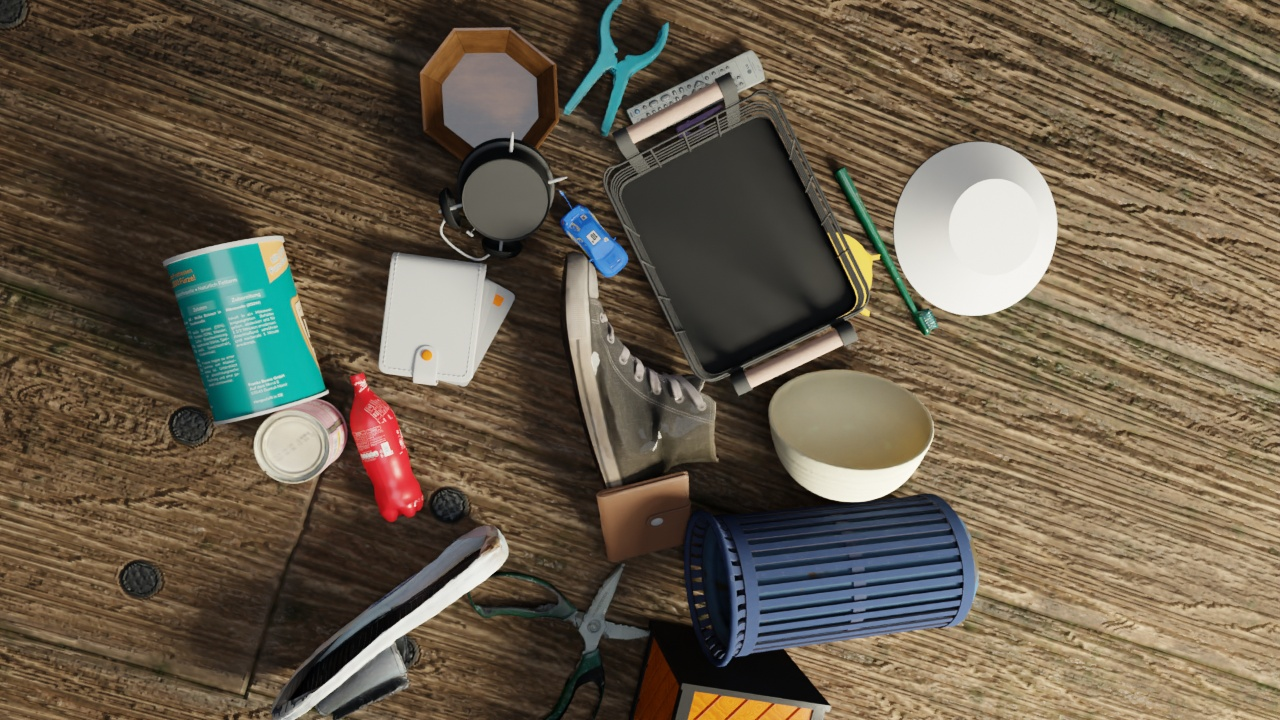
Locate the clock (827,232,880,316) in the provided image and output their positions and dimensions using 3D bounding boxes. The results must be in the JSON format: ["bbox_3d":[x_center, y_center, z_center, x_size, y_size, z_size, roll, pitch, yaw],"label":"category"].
[{"bbox_3d":[0.169,-0.085,0.894,0.129,0.044,0.099,9,94,-15],"label":"clock"}]

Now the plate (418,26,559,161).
[{"bbox_3d":[-0.139,-0.242,0.848,0.131,0.025,0.131,-1,96,-7],"label":"plate"}]

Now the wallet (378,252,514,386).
[{"bbox_3d":[-0.179,-0.035,0.859,0.115,0.037,0.118,7,91,-8],"label":"wallet"}]

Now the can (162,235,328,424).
[{"bbox_3d":[-0.345,-0.027,0.806,0.099,0.099,0.144,-15,97,-6],"label":"can"}]

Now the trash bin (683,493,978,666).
[{"bbox_3d":[0.180,0.199,0.865,0.249,0.139,0.139,-3,96,-14],"label":"trash bin"}]

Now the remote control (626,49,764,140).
[{"bbox_3d":[0.054,-0.254,0.876,0.136,0.013,0.033,-27,98,-4],"label":"remote control"}]

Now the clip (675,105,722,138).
[{"bbox_3d":[0.059,-0.223,0.881,0.050,0.013,0.029,-19,96,-2],"label":"clip"}]

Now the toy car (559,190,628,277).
[{"bbox_3d":[-0.046,-0.119,0.853,0.033,0.062,0.092,-42,99,-2],"label":"toy car"}]

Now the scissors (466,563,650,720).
[{"bbox_3d":[-0.091,0.279,0.911,0.205,0.015,0.201,24,91,-8],"label":"scissors"}]

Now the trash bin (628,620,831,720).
[{"bbox_3d":[0.069,0.366,0.870,0.139,0.140,0.172,13,94,-12],"label":"trash bin"}]

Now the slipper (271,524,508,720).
[{"bbox_3d":[-0.224,0.257,0.850,0.263,0.111,0.063,-40,105,-6],"label":"slipper"}]

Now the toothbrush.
[{"bbox_3d":[0.245,-0.109,0.912,0.017,0.016,0.190,-31,98,-1],"label":"toothbrush"}]

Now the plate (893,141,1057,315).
[{"bbox_3d":[0.342,-0.131,0.911,0.174,0.036,0.174,-1,96,-7],"label":"plate"}]

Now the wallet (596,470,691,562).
[{"bbox_3d":[0.006,0.151,0.872,0.087,0.013,0.121,-13,139,-6],"label":"wallet"}]

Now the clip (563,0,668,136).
[{"bbox_3d":[-0.038,-0.288,0.856,0.130,0.030,0.120,-45,103,-2],"label":"clip"}]

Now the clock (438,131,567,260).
[{"bbox_3d":[-0.130,-0.143,0.837,0.091,0.042,0.121,37,109,-26],"label":"clock"}]

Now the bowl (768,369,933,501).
[{"bbox_3d":[0.195,0.082,0.873,0.150,0.150,0.075,-6,126,-6],"label":"bowl"}]

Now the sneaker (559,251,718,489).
[{"bbox_3d":[-0.006,0.005,0.856,0.120,0.095,0.235,-17,95,-8],"label":"sneaker"}]

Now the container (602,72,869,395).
[{"bbox_3d":[0.083,-0.105,0.807,0.163,0.130,0.241,-26,89,8],"label":"container"}]

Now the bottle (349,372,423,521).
[{"bbox_3d":[-0.242,0.080,0.858,0.042,0.042,0.141,-18,97,-5],"label":"bottle"}]

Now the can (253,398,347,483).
[{"bbox_3d":[-0.306,0.072,0.832,0.067,0.076,0.067,-1,96,-7],"label":"can"}]
